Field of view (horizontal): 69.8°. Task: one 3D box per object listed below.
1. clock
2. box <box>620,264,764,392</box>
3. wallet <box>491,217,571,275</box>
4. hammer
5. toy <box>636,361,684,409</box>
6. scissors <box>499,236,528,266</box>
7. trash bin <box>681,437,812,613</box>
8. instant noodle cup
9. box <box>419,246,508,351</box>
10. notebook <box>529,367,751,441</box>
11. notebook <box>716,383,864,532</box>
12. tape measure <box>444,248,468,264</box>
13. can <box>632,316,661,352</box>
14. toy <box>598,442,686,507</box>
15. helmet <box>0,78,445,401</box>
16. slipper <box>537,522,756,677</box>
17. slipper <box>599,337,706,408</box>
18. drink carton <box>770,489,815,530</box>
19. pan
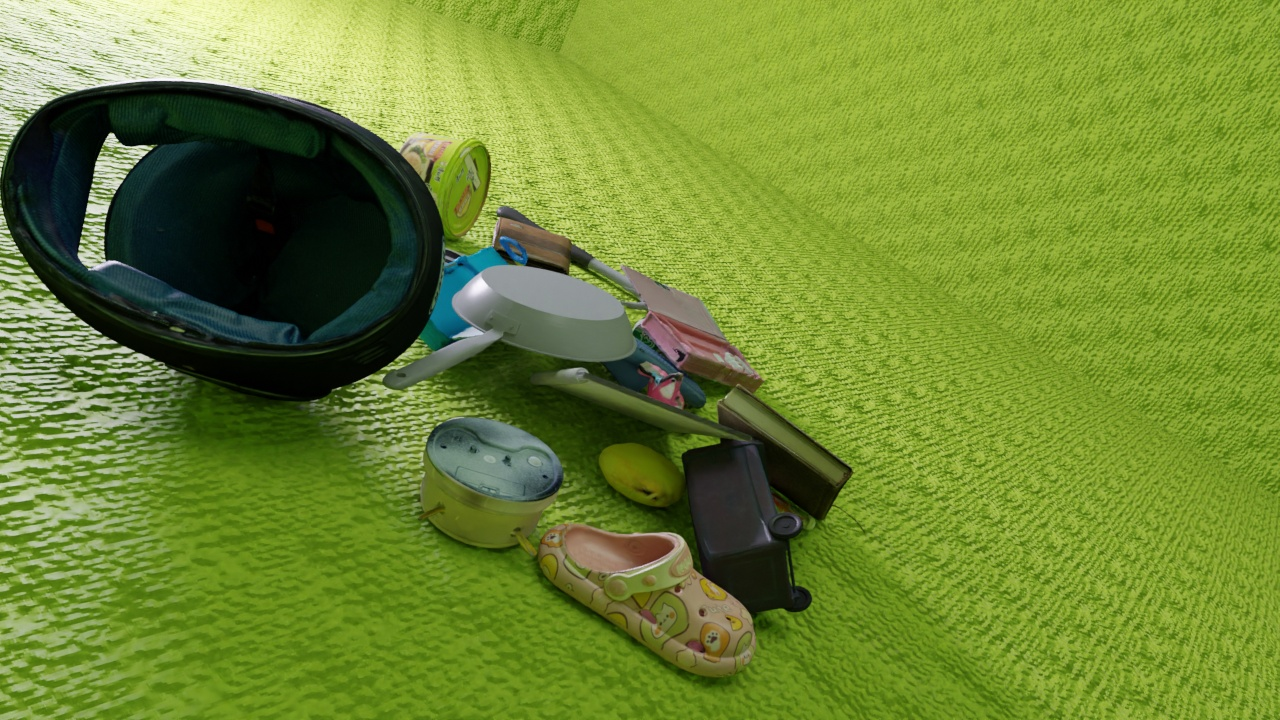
[{"bbox_3d":[-0.130,0.095,0.787,0.116,0.059,0.157,17,23,-12],"label":"clock"},{"bbox_3d":[0.068,-0.038,1.260,0.232,0.039,0.179,18,31,-56],"label":"box"},{"bbox_3d":[-0.162,-0.170,1.378,0.121,0.027,0.098,16,36,-13],"label":"wallet"},{"bbox_3d":[-0.099,-0.166,1.465,0.311,0.030,0.124,31,21,10],"label":"hammer"},{"bbox_3d":[0.031,0.052,1.082,0.065,0.050,0.102,29,-28,49],"label":"toy"},{"bbox_3d":[-0.162,-0.117,1.235,0.127,0.015,0.125,1,-40,41],"label":"scissors"},{"bbox_3d":[0.095,0.150,0.857,0.092,0.094,0.160,-11,30,2],"label":"trash bin"},{"bbox_3d":[-0.285,-0.255,1.305,0.098,0.146,0.146,19,20,10],"label":"instant noodle cup"},{"bbox_3d":[-0.176,-0.064,1.096,0.170,0.071,0.243,22,21,11],"label":"box"},{"bbox_3d":[-0.012,0.046,0.950,0.178,0.013,0.246,22,-8,-15],"label":"notebook"},{"bbox_3d":[0.166,0.116,0.979,0.190,0.034,0.215,36,-11,15],"label":"notebook"},{"bbox_3d":[-0.251,-0.128,1.216,0.065,0.017,0.064,20,22,-18],"label":"tape measure"},{"bbox_3d":[0.025,-0.041,1.290,0.053,0.053,0.101,31,22,10],"label":"can"},{"bbox_3d":[0.003,0.114,0.932,0.095,0.041,0.094,21,17,-14],"label":"toy"},{"bbox_3d":[-0.328,-0.097,0.766,0.315,0.249,0.236,10,-3,-24],"label":"helmet"},{"bbox_3d":[0.013,0.176,0.751,0.197,0.082,0.093,28,21,7],"label":"slipper"},{"bbox_3d":[-0.007,0.007,1.143,0.213,0.059,0.104,31,9,-29],"label":"slipper"},{"bbox_3d":[0.138,0.162,0.997,0.069,0.039,0.122,41,20,33],"label":"drink carton"},{"bbox_3d":[-0.130,-0.035,0.908,0.201,0.051,0.355,23,20,18],"label":"pan"}]
